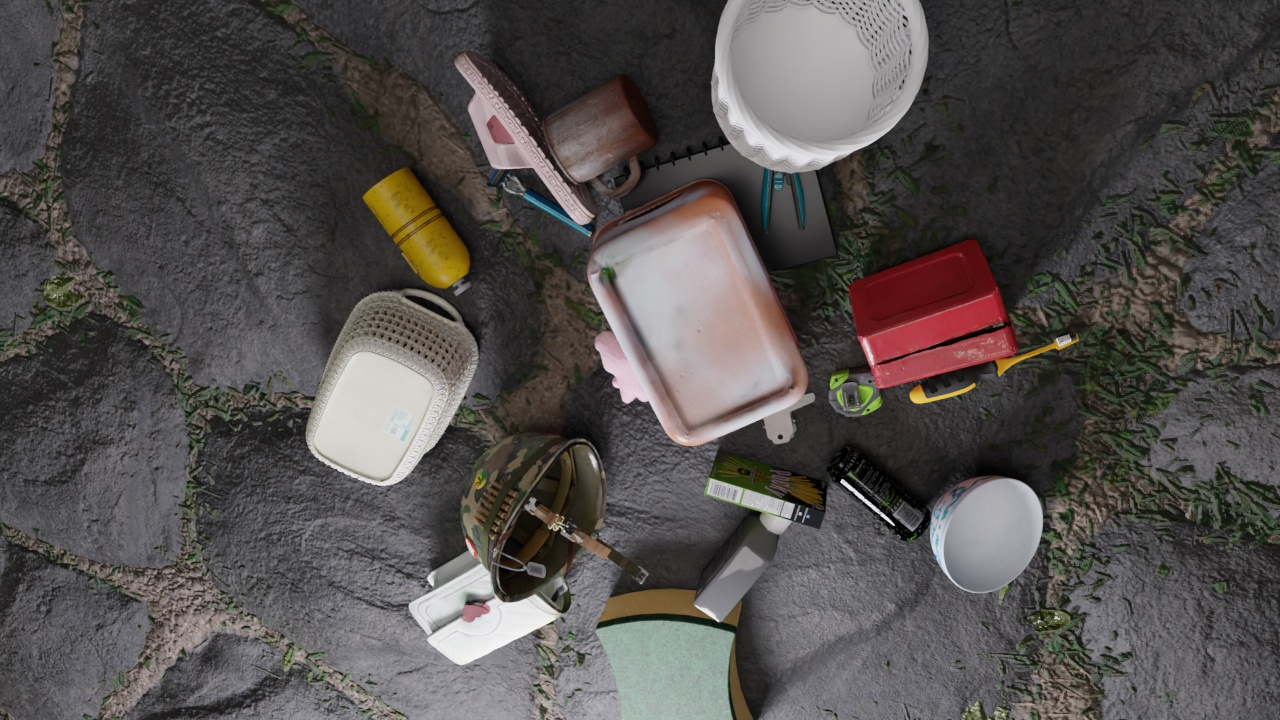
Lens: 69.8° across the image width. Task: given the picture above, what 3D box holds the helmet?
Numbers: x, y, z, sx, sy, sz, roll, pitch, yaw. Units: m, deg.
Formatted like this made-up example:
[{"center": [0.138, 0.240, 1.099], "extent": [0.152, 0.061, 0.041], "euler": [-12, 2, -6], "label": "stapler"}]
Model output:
[{"center": [-0.122, 0.205, 1.177], "extent": [0.237, 0.192, 0.224], "euler": [7, 69, 28], "label": "helmet"}]

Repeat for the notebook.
[{"center": [0.099, -0.176, 1.086], "extent": [0.232, 0.019, 0.169], "euler": [-13, 108, 18], "label": "notebook"}]

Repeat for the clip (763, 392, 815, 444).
[{"center": [0.177, 0.078, 1.164], "extent": [0.102, 0.040, 0.054], "euler": [-14, 86, 19], "label": "clip"}]

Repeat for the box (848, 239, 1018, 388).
[{"center": [0.321, -0.051, 1.019], "extent": [0.158, 0.135, 0.117], "euler": [-17, 107, 18], "label": "box"}]

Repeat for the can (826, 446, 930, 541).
[{"center": [0.298, 0.167, 1.146], "extent": [0.137, 0.053, 0.054], "euler": [40, 114, -3], "label": "can"}]

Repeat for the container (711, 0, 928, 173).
[{"center": [0.165, -0.289, 0.910], "extent": [0.189, 0.186, 0.189], "euler": [0, 96, 2], "label": "container"}]

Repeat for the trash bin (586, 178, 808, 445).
[{"center": [0.064, -0.055, 1.033], "extent": [0.182, 0.157, 0.260], "euler": [-24, 104, 10], "label": "trash bin"}]

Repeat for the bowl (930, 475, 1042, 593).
[{"center": [0.402, 0.198, 1.110], "extent": [0.143, 0.074, 0.144], "euler": [-5, 105, -19], "label": "bowl"}]

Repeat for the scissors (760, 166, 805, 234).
[{"center": [0.155, -0.211, 1.036], "extent": [0.130, 0.019, 0.151], "euler": [37, 109, -10], "label": "scissors"}]

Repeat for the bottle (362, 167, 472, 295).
[{"center": [-0.272, -0.155, 1.157], "extent": [0.071, 0.071, 0.164], "euler": [-31, 100, 22], "label": "bottle"}]

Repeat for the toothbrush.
[{"center": [0.412, 0.009, 1.075], "extent": [0.197, 0.031, 0.031], "euler": [-22, 148, 16], "label": "toothbrush"}]

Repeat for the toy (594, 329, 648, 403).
[{"center": [-0.007, 0.007, 1.161], "extent": [0.099, 0.052, 0.096], "euler": [-3, 102, 8], "label": "toy"}]

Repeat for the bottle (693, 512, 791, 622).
[{"center": [0.139, 0.253, 1.203], "extent": [0.046, 0.083, 0.174], "euler": [34, 113, -1], "label": "bottle"}]

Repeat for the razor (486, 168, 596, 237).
[{"center": [-0.119, -0.194, 1.133], "extent": [0.144, 0.022, 0.042], "euler": [32, 78, -4], "label": "razor"}]

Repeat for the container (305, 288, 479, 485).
[{"center": [-0.331, 0.043, 1.206], "extent": [0.184, 0.143, 0.252], "euler": [26, 115, -12], "label": "container"}]

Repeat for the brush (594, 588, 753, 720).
[{"center": [0.053, 0.452, 1.302], "extent": [0.195, 0.075, 0.250], "euler": [-3, 109, 15], "label": "brush"}]

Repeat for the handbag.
[{"center": [-0.217, 0.346, 1.318], "extent": [0.199, 0.096, 0.142], "euler": [-33, 101, 21], "label": "handbag"}]

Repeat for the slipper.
[{"center": [-0.143, -0.251, 1.078], "extent": [0.064, 0.094, 0.239], "euler": [-33, 105, 18], "label": "slipper"}]

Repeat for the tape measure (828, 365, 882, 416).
[{"center": [0.261, 0.039, 1.117], "extent": [0.066, 0.035, 0.059], "euler": [-12, 107, 17], "label": "tape measure"}]

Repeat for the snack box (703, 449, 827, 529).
[{"center": [0.160, 0.162, 1.164], "extent": [0.147, 0.080, 0.025], "euler": [16, 113, 7], "label": "snack box"}]

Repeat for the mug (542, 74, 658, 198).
[{"center": [-0.037, -0.250, 1.054], "extent": [0.110, 0.096, 0.123], "euler": [-23, 112, 25], "label": "mug"}]
